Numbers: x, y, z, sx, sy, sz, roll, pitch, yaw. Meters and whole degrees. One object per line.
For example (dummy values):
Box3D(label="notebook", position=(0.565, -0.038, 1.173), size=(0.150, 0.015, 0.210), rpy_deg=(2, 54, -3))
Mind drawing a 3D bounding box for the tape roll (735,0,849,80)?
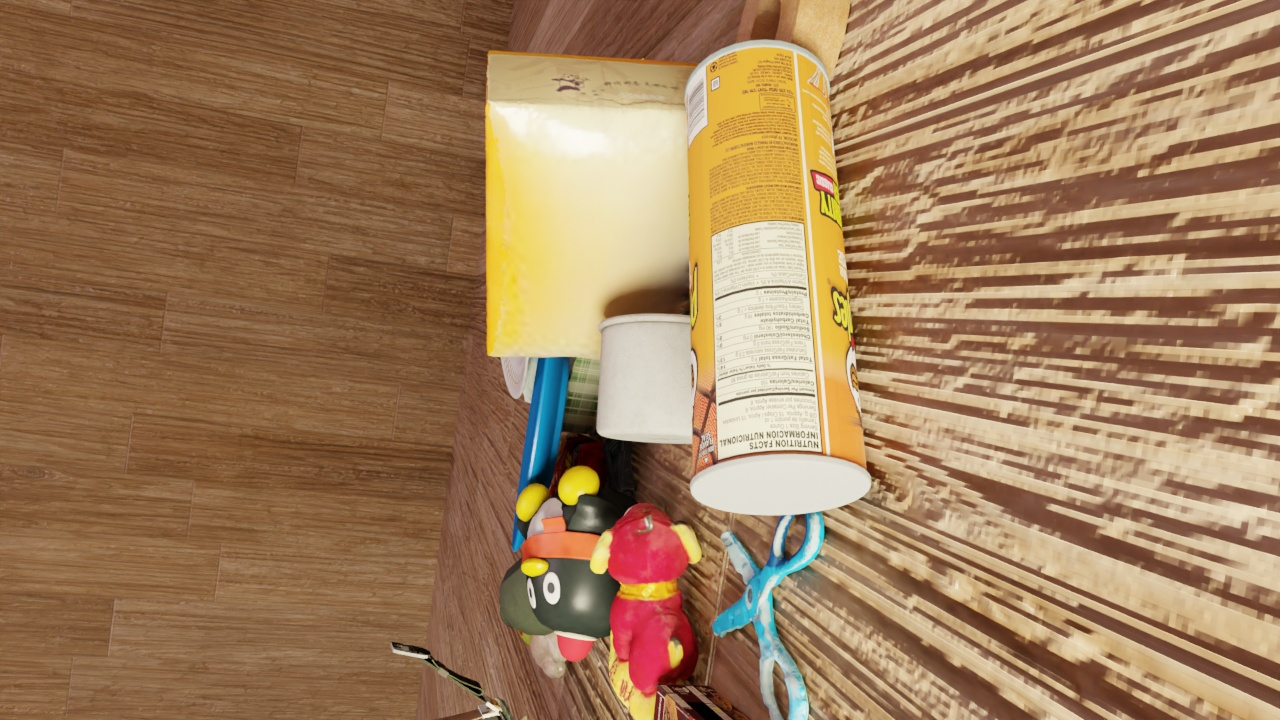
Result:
Box3D(label="tape roll", position=(0.081, -0.181, 0.509), size=(0.094, 0.027, 0.094), rpy_deg=(-173, 91, -75))

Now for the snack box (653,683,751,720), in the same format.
Box3D(label="snack box", position=(0.041, 0.207, 0.457), size=(0.141, 0.031, 0.051), rpy_deg=(166, 111, -74))

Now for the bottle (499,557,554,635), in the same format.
Box3D(label="bottle", position=(-0.080, 0.197, 0.795), size=(0.207, 0.071, 0.071), rpy_deg=(133, 143, -55))

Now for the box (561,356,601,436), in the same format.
Box3D(label="box", position=(-0.038, -0.040, 0.846), size=(0.117, 0.050, 0.206), rpy_deg=(-100, 23, -56))

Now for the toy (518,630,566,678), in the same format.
Box3D(label="toy", position=(-0.092, 0.256, 0.904), size=(0.115, 0.046, 0.092), rpy_deg=(-118, 42, -52))

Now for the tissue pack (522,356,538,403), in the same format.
Box3D(label="tissue pack", position=(-0.089, -0.045, 0.991), size=(0.182, 0.070, 0.112), rpy_deg=(113, 157, -43))

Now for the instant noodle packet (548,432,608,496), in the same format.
Box3D(label="instant noodle packet", position=(-0.061, 0.121, 0.867), size=(0.135, 0.039, 0.098), rpy_deg=(-175, 96, -74))

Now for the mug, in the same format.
Box3D(label="mug", position=(0.019, 0.015, 0.566), size=(0.113, 0.084, 0.070), rpy_deg=(28, -116, -70))

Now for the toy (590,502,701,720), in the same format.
Box3D(label="toy", position=(0.005, 0.160, 0.568), size=(0.106, 0.067, 0.137), rpy_deg=(-173, 82, -68))

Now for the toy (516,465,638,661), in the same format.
Box3D(label="toy", position=(-0.039, 0.148, 0.651), size=(0.098, 0.099, 0.119), rpy_deg=(-27, 47, 47))

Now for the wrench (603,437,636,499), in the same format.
Box3D(label="wrench", position=(-0.004, 0.004, 0.744), size=(0.073, 0.022, 0.273), rpy_deg=(-140, 58, -72))

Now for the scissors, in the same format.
Box3D(label="scissors", position=(0.064, 0.114, 0.461), size=(0.134, 0.012, 0.134), rpy_deg=(-113, 33, -65))

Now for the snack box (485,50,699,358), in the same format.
Box3D(label="snack box", position=(-0.024, -0.084, 0.581), size=(0.080, 0.145, 0.196), rpy_deg=(-98, 12, -44))

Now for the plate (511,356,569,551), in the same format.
Box3D(label="plate", position=(-0.082, 0.053, 0.793), size=(0.224, 0.024, 0.224), rpy_deg=(-173, 91, -82))

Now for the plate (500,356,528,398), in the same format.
Box3D(label="plate", position=(-0.129, -0.082, 0.945), size=(0.243, 0.016, 0.242), rpy_deg=(176, 91, -74))

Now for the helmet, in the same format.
Box3D(label="helmet", position=(-0.139, 0.347, 0.672), size=(0.192, 0.236, 0.224), rpy_deg=(-51, 0, -11))

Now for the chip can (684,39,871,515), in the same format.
Box3D(label="chip can", position=(0.059, -0.042, 0.430), size=(0.075, 0.075, 0.214), rpy_deg=(125, 149, -60))
